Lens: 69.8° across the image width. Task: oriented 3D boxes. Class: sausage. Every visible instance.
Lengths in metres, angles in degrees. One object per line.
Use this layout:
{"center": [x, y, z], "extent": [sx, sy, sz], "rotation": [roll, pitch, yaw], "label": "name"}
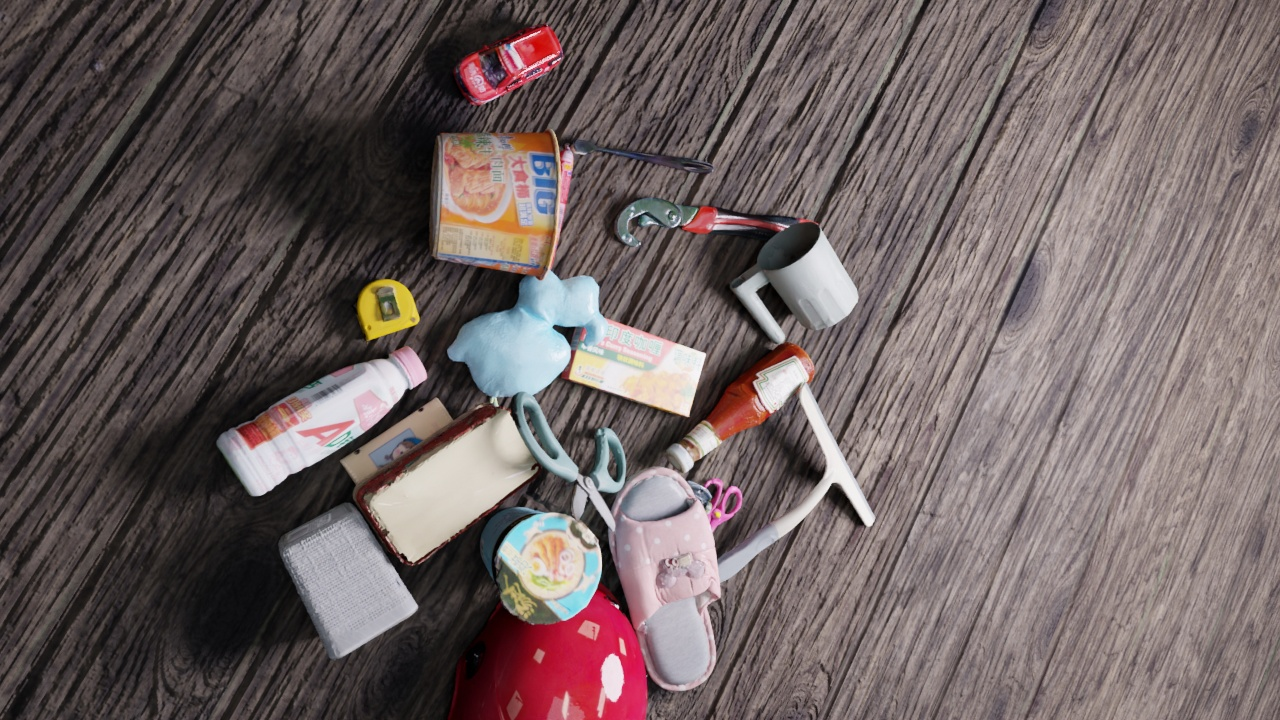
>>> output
{"center": [-0.093, -0.159, 0.991], "extent": [0.020, 0.020, 0.156], "rotation": [13, 87, -24], "label": "sausage"}

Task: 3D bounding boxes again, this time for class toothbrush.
{"center": [0.005, -0.229, 1.037], "extent": [0.180, 0.018, 0.015], "rotation": [3, 83, -27], "label": "toothbrush"}

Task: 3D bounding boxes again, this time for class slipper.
{"center": [0.032, 0.251, 1.024], "extent": [0.114, 0.054, 0.274], "rotation": [-11, 104, -10], "label": "slipper"}

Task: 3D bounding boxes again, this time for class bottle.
{"center": [-0.299, 0.051, 0.881], "extent": [0.196, 0.068, 0.068], "rotation": [-34, 105, -24], "label": "bottle"}
{"center": [0.115, 0.057, 1.072], "extent": [0.205, 0.060, 0.060], "rotation": [-37, 106, -18], "label": "bottle"}

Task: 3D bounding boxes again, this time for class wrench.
{"center": [0.096, -0.158, 1.079], "extent": [0.273, 0.016, 0.056], "rotation": [-1, 96, -24], "label": "wrench"}

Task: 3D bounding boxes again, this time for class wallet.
{"center": [-0.232, 0.105, 0.936], "extent": [0.115, 0.024, 0.087], "rotation": [-35, 100, -22], "label": "wallet"}

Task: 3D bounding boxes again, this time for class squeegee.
{"center": [0.163, 0.193, 1.094], "extent": [0.246, 0.039, 0.246], "rotation": [-38, 121, -11], "label": "squeegee"}

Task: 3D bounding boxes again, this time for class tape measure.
{"center": [-0.255, -0.053, 0.916], "extent": [0.060, 0.029, 0.057], "rotation": [-21, 99, -23], "label": "tape measure"}

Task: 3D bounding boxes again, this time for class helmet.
{"center": [-0.080, 0.349, 0.950], "extent": [0.206, 0.144, 0.240], "rotation": [17, 84, -22], "label": "helmet"}

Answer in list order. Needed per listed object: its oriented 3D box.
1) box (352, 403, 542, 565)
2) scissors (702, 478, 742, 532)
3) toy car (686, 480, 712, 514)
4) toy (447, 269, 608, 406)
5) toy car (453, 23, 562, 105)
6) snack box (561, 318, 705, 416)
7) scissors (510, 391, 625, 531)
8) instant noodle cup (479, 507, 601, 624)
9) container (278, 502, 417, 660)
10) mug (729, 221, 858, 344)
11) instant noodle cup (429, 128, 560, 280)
{"center": [-0.186, 0.117, 0.900], "extent": [0.168, 0.080, 0.091], "rotation": [-35, 107, -25], "label": "box"}
{"center": [0.072, 0.203, 1.082], "extent": [0.063, 0.017, 0.135], "rotation": [33, 82, -25], "label": "scissors"}
{"center": [0.046, 0.181, 1.058], "extent": [0.043, 0.034, 0.090], "rotation": [29, 94, -21], "label": "toy car"}
{"center": [-0.117, -0.023, 0.964], "extent": [0.161, 0.050, 0.156], "rotation": [11, 85, -13], "label": "toy"}
{"center": [-0.136, -0.310, 0.953], "extent": [0.120, 0.045, 0.053], "rotation": [-34, 103, -18], "label": "toy car"}
{"center": [-0.006, 0.006, 1.032], "extent": [0.155, 0.027, 0.077], "rotation": [18, 83, -24], "label": "snack box"}
{"center": [-0.069, 0.090, 0.951], "extent": [0.019, 0.173, 0.170], "rotation": [-32, 103, 23], "label": "scissors"}
{"center": [-0.111, 0.199, 0.940], "extent": [0.111, 0.121, 0.111], "rotation": [-1, 93, -23], "label": "instant noodle cup"}
{"center": [-0.284, 0.205, 0.880], "extent": [0.090, 0.090, 0.114], "rotation": [-29, 100, -22], "label": "container"}
{"center": [0.183, -0.087, 1.087], "extent": [0.124, 0.083, 0.103], "rotation": [-36, 119, 8], "label": "mug"}
{"center": [-0.147, -0.157, 0.903], "extent": [0.111, 0.151, 0.151], "rotation": [2, 91, -17], "label": "instant noodle cup"}
